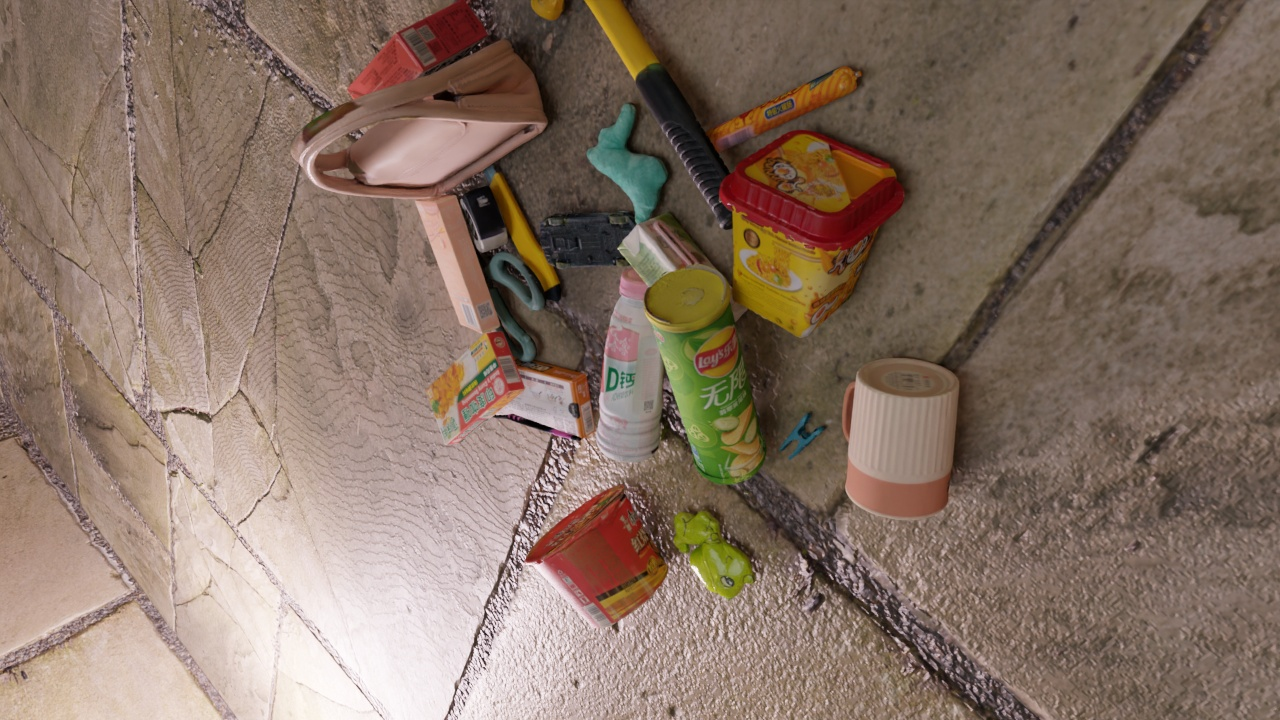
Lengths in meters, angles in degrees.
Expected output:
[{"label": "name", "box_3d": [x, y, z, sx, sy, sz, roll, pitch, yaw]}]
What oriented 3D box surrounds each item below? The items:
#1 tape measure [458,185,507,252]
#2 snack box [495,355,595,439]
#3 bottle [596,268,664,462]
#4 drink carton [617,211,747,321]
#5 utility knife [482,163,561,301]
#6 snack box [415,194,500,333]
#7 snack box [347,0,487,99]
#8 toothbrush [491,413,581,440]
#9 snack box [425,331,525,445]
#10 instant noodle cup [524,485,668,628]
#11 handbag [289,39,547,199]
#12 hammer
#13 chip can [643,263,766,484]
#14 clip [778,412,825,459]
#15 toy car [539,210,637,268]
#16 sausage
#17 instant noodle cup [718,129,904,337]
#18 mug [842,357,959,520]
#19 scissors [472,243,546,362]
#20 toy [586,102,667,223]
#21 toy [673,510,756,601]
[{"label": "tape measure", "box_3d": [-0.171, -0.153, 1.000, 0.066, 0.033, 0.066, 69, 165, -9]}, {"label": "snack box", "box_3d": [-0.121, 0.040, 1.072, 0.154, 0.026, 0.075, 13, 119, 39]}, {"label": "bottle", "box_3d": [-0.005, 0.005, 0.922, 0.068, 0.068, 0.197, 25, 122, 32]}, {"label": "drink carton", "box_3d": [0.040, -0.077, 0.844, 0.122, 0.053, 0.046, 52, 134, 9]}, {"label": "utility knife", "box_3d": [-0.137, -0.160, 0.993, 0.033, 0.015, 0.216, -24, 93, 43]}, {"label": "snack box", "box_3d": [-0.208, -0.111, 1.047, 0.084, 0.026, 0.157, 20, 130, 59]}, {"label": "snack box", "box_3d": [-0.216, -0.305, 0.923, 0.113, 0.126, 0.044, -22, 110, 47]}, {"label": "toothbrush", "box_3d": [-0.137, 0.069, 1.072, 0.189, 0.014, 0.018, 12, 110, 40]}, {"label": "snack box", "box_3d": [-0.199, 0.035, 1.093, 0.156, 0.027, 0.077, -37, 70, 41]}, {"label": "instant noodle cup", "box_3d": [-0.044, 0.224, 1.024, 0.138, 0.137, 0.108, -31, 97, 47]}, {"label": "handbag", "box_3d": [-0.223, -0.219, 0.875, 0.194, 0.233, 0.093, -23, 94, 36]}, {"label": "hammer", "box_3d": [0.008, -0.244, 0.784, 0.129, 0.032, 0.300, -41, 74, 46]}, {"label": "chip can", "box_3d": [0.062, 0.021, 0.809, 0.073, 0.072, 0.221, 20, 146, 35]}, {"label": "clip", "box_3d": [0.148, 0.072, 0.849, 0.047, 0.014, 0.057, 46, 136, 12]}, {"label": "toy car", "box_3d": [-0.047, -0.121, 0.916, 0.121, 0.036, 0.054, 3, 113, 31]}, {"label": "sausage", "box_3d": [0.108, -0.200, 0.740, 0.166, 0.021, 0.021, -14, 101, 45]}, {"label": "instant noodle cup", "box_3d": [0.127, -0.096, 0.720, 0.116, 0.116, 0.124, 33, 141, 27]}, {"label": "mug", "box_3d": [0.204, 0.055, 0.749, 0.114, 0.081, 0.106, -134, 38, -59]}, {"label": "scissors", "box_3d": [-0.155, -0.088, 1.036, 0.177, 0.019, 0.171, 59, 147, 10]}, {"label": "toy", "box_3d": [-0.012, -0.186, 0.854, 0.092, 0.030, 0.097, 39, 127, 19]}, {"label": "toy", "box_3d": [0.076, 0.206, 0.972, 0.097, 0.031, 0.100, -12, 98, 45]}]
